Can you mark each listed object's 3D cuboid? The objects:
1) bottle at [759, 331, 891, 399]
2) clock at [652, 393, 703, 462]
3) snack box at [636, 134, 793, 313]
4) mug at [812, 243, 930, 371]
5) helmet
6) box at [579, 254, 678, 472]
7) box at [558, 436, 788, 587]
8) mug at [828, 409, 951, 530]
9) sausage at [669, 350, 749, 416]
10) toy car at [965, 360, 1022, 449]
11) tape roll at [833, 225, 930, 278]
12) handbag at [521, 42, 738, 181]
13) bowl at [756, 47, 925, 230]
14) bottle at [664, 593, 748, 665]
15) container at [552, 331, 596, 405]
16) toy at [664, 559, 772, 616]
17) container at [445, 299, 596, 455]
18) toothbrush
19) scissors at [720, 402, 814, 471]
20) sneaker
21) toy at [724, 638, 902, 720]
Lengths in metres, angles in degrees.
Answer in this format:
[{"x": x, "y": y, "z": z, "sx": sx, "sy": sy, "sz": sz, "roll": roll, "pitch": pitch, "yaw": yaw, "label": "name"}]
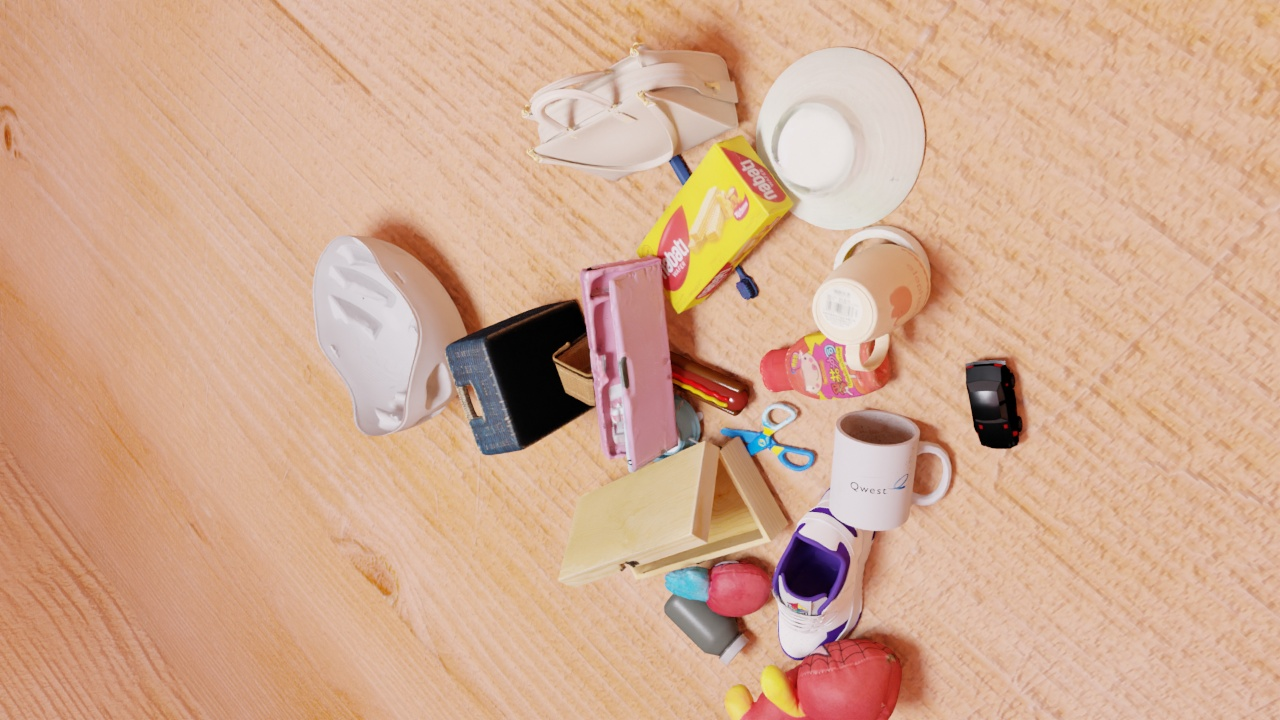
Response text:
[{"x": 0.191, "y": 0.006, "z": 0.967, "sx": 0.134, "sy": 0.048, "sz": 0.071, "roll": -7, "pitch": 105, "yaw": 40, "label": "bottle"}, {"x": 0.024, "y": 0.083, "z": 1.143, "sx": 0.123, "sy": 0.041, "sz": 0.087, "roll": -15, "pitch": 99, "yaw": 46, "label": "clock"}, {"x": 0.072, "y": -0.139, "z": 0.973, "sx": 0.092, "sy": 0.042, "sz": 0.201, "roll": 56, "pitch": 144, "yaw": 10, "label": "snack box"}, {"x": 0.213, "y": -0.045, "z": 0.864, "sx": 0.085, "sy": 0.104, "sz": 0.111, "roll": 8, "pitch": 112, "yaw": 37, "label": "mug"}, {"x": -0.361, "y": -0.043, "z": 1.291, "sx": 0.282, "sy": 0.183, "sz": 0.225, "roll": 49, "pitch": 126, "yaw": 2, "label": "helmet"}, {"x": -0.003, "y": 0.006, "z": 1.024, "sx": 0.080, "sy": 0.099, "sz": 0.233, "roll": -129, "pitch": 32, "yaw": -66, "label": "box"}, {"x": 0.026, "y": 0.190, "z": 1.123, "sx": 0.249, "sy": 0.178, "sz": 0.141, "roll": -30, "pitch": 69, "yaw": 43, "label": "box"}, {"x": 0.259, "y": 0.113, "z": 0.948, "sx": 0.120, "sy": 0.083, "sz": 0.096, "roll": 2, "pitch": 113, "yaw": 7, "label": "mug"}, {"x": 0.059, "y": 0.021, "z": 1.084, "sx": 0.156, "sy": 0.040, "sz": 0.040, "roll": 24, "pitch": 122, "yaw": 29, "label": "sausage"}, {"x": 0.336, "y": 0.045, "z": 0.878, "sx": 0.042, "sy": 0.036, "sz": 0.092, "roll": -5, "pitch": 106, "yaw": 39, "label": "toy car"}, {"x": 0.239, "y": -0.086, "z": 0.910, "sx": 0.094, "sy": 0.019, "sz": 0.094, "roll": 16, "pitch": 118, "yaw": 32, "label": "tape roll"}, {"x": -0.032, "y": -0.252, "z": 0.927, "sx": 0.195, "sy": 0.197, "sz": 0.101, "roll": -14, "pitch": 84, "yaw": 41, "label": "handbag"}, {"x": 0.177, "y": -0.207, "z": 0.882, "sx": 0.177, "sy": 0.057, "sz": 0.177, "roll": 16, "pitch": 118, "yaw": 32, "label": "bowl"}, {"x": 0.085, "y": 0.338, "z": 1.185, "sx": 0.108, "sy": 0.060, "sz": 0.060, "roll": 42, "pitch": 129, "yaw": 17, "label": "bottle"}, {"x": -0.049, "y": 0.002, "z": 1.120, "sx": 0.063, "sy": 0.113, "sz": 0.061, "roll": 26, "pitch": 136, "yaw": 28, "label": "container"}, {"x": 0.096, "y": 0.278, "z": 1.132, "sx": 0.133, "sy": 0.062, "sz": 0.092, "roll": 8, "pitch": 137, "yaw": 5, "label": "toy"}, {"x": -0.135, "y": 0.017, "z": 1.137, "sx": 0.071, "sy": 0.186, "sz": 0.145, "roll": -10, "pitch": 102, "yaw": 37, "label": "container"}, {"x": 0.076, "y": -0.150, "z": 1.012, "sx": 0.016, "sy": 0.017, "sz": 0.190, "roll": -31, "pitch": 88, "yaw": 43, "label": "toothbrush"}, {"x": 0.141, "y": 0.086, "z": 1.063, "sx": 0.131, "sy": 0.018, "sz": 0.109, "roll": 9, "pitch": 115, "yaw": 37, "label": "scissors"}, {"x": 0.193, "y": 0.265, "z": 1.034, "sx": 0.092, "sy": 0.110, "sz": 0.245, "roll": 25, "pitch": 122, "yaw": 28, "label": "sneaker"}, {"x": 0.208, "y": 0.387, "z": 1.058, "sx": 0.217, "sy": 0.147, "sz": 0.098, "roll": -37, "pitch": 58, "yaw": 37, "label": "toy"}]
